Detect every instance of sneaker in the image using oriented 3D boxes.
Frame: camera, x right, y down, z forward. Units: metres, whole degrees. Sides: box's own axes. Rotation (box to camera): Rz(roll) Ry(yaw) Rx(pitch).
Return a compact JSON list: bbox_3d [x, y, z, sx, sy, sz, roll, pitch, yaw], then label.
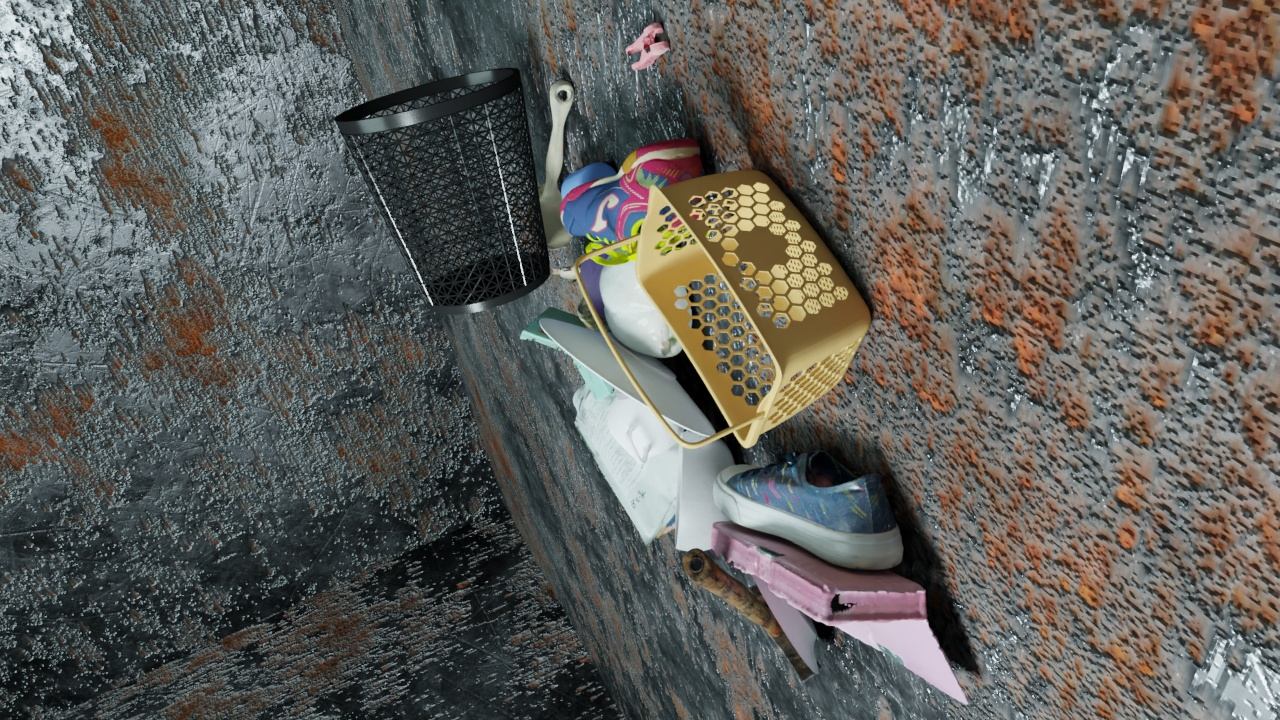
[{"bbox_3d":[0.143,0.113,0.808,0.236,0.087,0.079,-168,75,-64],"label":"sneaker"},{"bbox_3d":[-0.015,-0.133,0.866,0.242,0.116,0.091,-10,93,67],"label":"sneaker"}]

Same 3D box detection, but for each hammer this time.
[{"bbox_3d":[0.112,0.255,0.945,0.120,0.033,0.330,53,-178,33],"label":"hammer"}]

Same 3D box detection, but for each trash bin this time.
[{"bbox_3d":[-0.218,-0.200,1.106,0.217,0.216,0.243,37,146,59],"label":"trash bin"}]

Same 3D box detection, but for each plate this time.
[{"bbox_3d":[-0.006,0.006,1.006,0.229,0.030,0.229,33,-173,-5],"label":"plate"},{"bbox_3d":[0.150,0.245,0.966,0.173,0.019,0.172,57,-174,-10],"label":"plate"}]

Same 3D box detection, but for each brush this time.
[{"bbox_3d":[-0.105,-0.238,1.131,0.077,0.062,0.273,55,156,22],"label":"brush"}]

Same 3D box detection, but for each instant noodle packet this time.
[{"bbox_3d":[-0.010,0.108,1.237,0.269,0.057,0.147,51,121,46],"label":"instant noodle packet"}]

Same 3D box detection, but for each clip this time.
[{"bbox_3d":[0.004,-0.276,0.788,0.059,0.023,0.041,8,115,64],"label":"clip"}]

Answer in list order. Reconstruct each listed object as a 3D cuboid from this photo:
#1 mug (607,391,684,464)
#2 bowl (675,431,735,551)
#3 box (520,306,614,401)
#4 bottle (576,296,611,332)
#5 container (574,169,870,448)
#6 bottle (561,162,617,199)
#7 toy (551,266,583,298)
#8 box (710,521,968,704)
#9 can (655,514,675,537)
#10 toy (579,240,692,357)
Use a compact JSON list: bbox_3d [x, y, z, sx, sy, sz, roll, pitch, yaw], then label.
[{"bbox_3d":[0.002,0.076,1.112,0.076,0.090,0.123,61,-158,-21],"label":"mug"},{"bbox_3d":[0.074,0.145,1.016,0.132,0.064,0.132,15,-102,-89],"label":"bowl"},{"bbox_3d":[-0.077,-0.021,1.177,0.138,0.056,0.186,45,-168,-6],"label":"box"},{"bbox_3d":[-0.040,-0.039,1.142,0.042,0.042,0.110,51,179,43],"label":"bottle"},{"bbox_3d":[0.055,-0.038,0.691,0.183,0.166,0.129,59,162,24],"label":"container"},{"bbox_3d":[-0.065,-0.195,1.057,0.048,0.048,0.131,70,163,-11],"label":"bottle"},{"bbox_3d":[-0.055,-0.092,1.153,0.112,0.050,0.087,44,163,-1],"label":"toy"},{"bbox_3d":[0.170,0.196,0.796,0.172,0.075,0.233,34,172,-17],"label":"box"},{"bbox_3d":[0.041,0.201,1.246,0.054,0.059,0.100,61,164,16],"label":"can"},{"bbox_3d":[-0.012,-0.079,0.998,0.209,0.085,0.138,-146,37,-70],"label":"toy"}]
